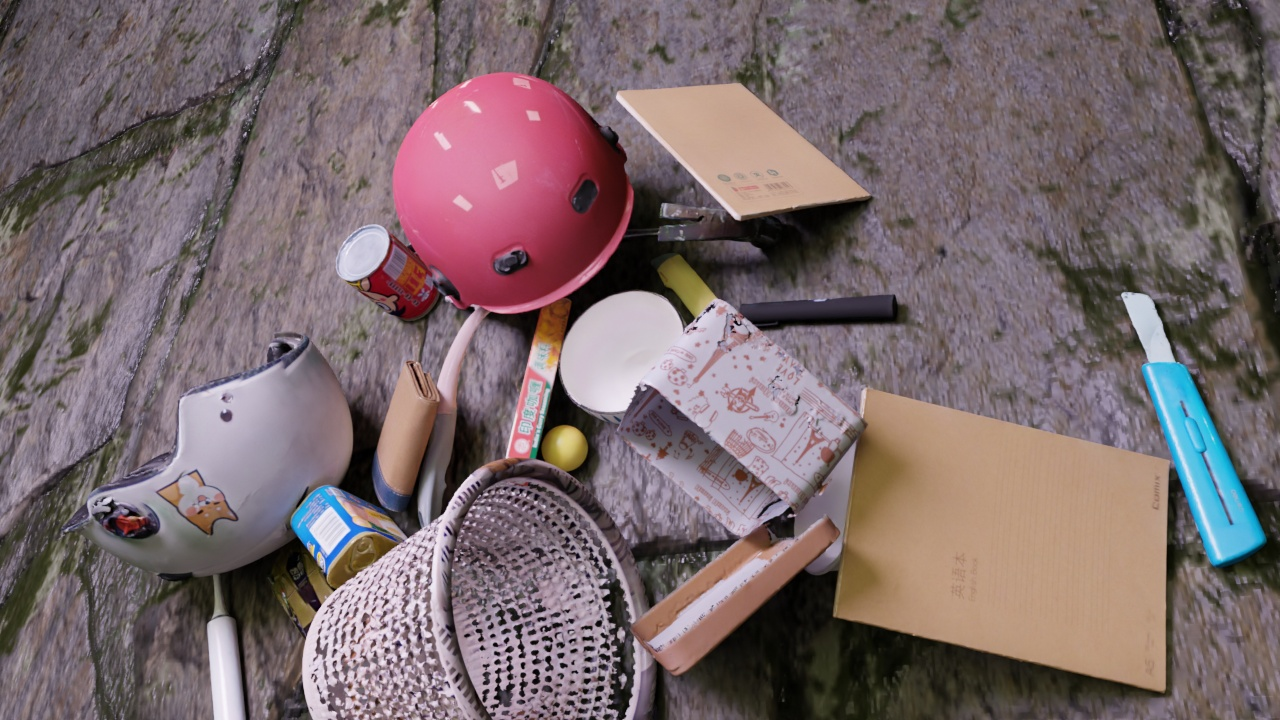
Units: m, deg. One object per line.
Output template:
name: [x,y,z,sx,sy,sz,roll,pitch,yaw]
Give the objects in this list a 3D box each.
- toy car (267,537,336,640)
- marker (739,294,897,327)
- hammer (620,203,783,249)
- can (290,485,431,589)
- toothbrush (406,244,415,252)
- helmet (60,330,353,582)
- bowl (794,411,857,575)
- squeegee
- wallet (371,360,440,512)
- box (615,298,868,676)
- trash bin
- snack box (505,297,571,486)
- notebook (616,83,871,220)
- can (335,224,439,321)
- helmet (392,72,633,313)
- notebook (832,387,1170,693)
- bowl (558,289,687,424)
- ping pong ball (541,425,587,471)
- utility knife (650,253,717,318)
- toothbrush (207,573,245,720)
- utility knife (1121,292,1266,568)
toy car: [-0.283,0.222,0.832,0.070,0.042,0.158,-49,57,-3]
marker: [0.146,-0.041,0.765,0.132,0.020,0.022,-2,81,26]
hammer: [-0.040,-0.119,0.856,0.324,0.126,0.032,3,94,35]
can: [-0.246,0.162,0.807,0.083,0.102,0.057,35,83,38]
toothbrush: [-0.203,-0.143,0.990,0.213,0.026,0.027,-21,70,16]
helmet: [-0.374,0.108,0.855,0.274,0.157,0.229,-41,11,10]
bowl: [0.162,0.100,0.647,0.064,0.118,0.118,16,68,-8]
squeegee: [-0.171,0.039,0.841,0.248,0.040,0.249,6,80,57]
wallet: [-0.216,0.068,0.841,0.090,0.033,0.115,48,122,58]
box: [0.033,0.098,0.623,0.157,0.183,0.193,42,74,6]
trash bin: [-0.128,0.208,0.670,0.193,0.227,0.227,-25,55,28]
snack box: [-0.092,0.027,0.815,0.027,0.077,0.155,13,67,-6]
notebook: [0.089,-0.195,0.826,0.147,0.008,0.207,-14,48,-29]
can: [-0.258,-0.088,0.946,0.067,0.094,0.066,-12,60,21]
helmet: [-0.122,-0.156,0.788,0.207,0.144,0.240,-42,37,0]
notebook: [0.233,0.111,0.581,0.211,0.012,0.149,14,70,-3]
bowl: [-0.005,0.005,0.788,0.117,0.066,0.116,-11,61,20]
ping pong ball: [-0.066,0.076,0.797,0.040,0.040,0.040,-12,60,21]
utility knife: [0.064,-0.033,0.803,0.031,0.021,0.206,-39,47,7]
toothbrush: [-0.394,0.274,0.866,0.026,0.026,0.220,-16,55,-13]
utility knife: [0.364,0.037,0.617,0.034,0.018,0.204,-16,57,19]
